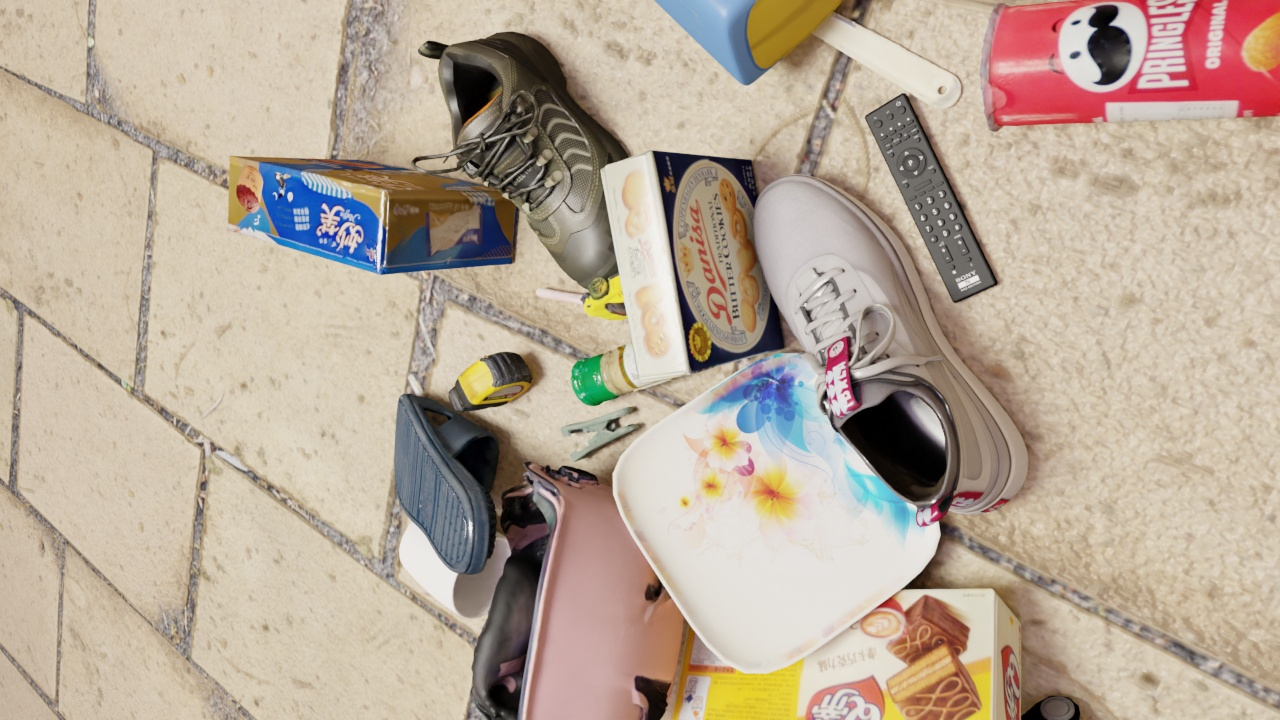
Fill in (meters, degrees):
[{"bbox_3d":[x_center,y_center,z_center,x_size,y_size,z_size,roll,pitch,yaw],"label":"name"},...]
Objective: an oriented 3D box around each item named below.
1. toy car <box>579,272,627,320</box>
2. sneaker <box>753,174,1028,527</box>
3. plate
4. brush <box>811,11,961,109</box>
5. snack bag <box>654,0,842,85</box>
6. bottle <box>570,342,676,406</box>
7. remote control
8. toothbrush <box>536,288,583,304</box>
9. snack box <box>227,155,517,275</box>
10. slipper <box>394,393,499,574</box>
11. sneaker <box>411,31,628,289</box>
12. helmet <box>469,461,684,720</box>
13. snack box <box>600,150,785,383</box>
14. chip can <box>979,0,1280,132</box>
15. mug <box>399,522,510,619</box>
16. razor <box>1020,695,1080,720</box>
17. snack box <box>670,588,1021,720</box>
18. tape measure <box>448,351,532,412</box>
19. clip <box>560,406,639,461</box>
[{"bbox_3d":[0.003,-0.057,0.709,0.107,0.049,0.030,-25,66,22],"label":"toy car"},{"bbox_3d":[0.138,-0.009,0.589,0.097,0.128,0.263,-39,73,30],"label":"sneaker"},{"bbox_3d":[0.092,0.102,0.641,0.186,0.016,0.187,-33,71,-8],"label":"plate"},{"bbox_3d":[0.126,-0.232,0.631,0.217,0.012,0.033,39,117,21],"label":"brush"},{"bbox_3d":[0.089,-0.309,0.592,0.205,0.102,0.159,-42,73,5],"label":"snack bag"},{"bbox_3d":[-0.004,0.004,0.740,0.111,0.043,0.043,-19,87,34],"label":"bottle"},{"bbox_3d":[0.191,-0.107,0.605,0.030,0.009,0.140,-27,85,34],"label":"remote control"},{"bbox_3d":[-0.015,-0.048,0.755,0.181,0.015,0.018,10,97,32],"label":"toothbrush"},{"bbox_3d":[-0.235,-0.131,0.806,0.203,0.154,0.069,17,108,32],"label":"snack box"},{"bbox_3d":[-0.163,0.108,0.831,0.264,0.082,0.101,35,118,56],"label":"slipper"},{"bbox_3d":[-0.093,-0.162,0.711,0.101,0.142,0.238,-37,78,33],"label":"sneaker"},{"bbox_3d":[-0.045,0.203,0.701,0.256,0.152,0.229,132,149,-72],"label":"helmet"},{"bbox_3d":[0.041,-0.066,0.634,0.043,0.144,0.144,-8,94,34],"label":"snack box"},{"bbox_3d":[0.307,-0.161,0.480,0.233,0.073,0.073,7,102,33],"label":"chip can"},{"bbox_3d":[-0.170,0.199,0.875,0.088,0.080,0.114,21,140,36],"label":"mug"},{"bbox_3d":[0.255,0.298,0.610,0.060,0.057,0.156,7,113,4],"label":"razor"},{"bbox_3d":[0.137,0.222,0.636,0.231,0.061,0.109,-11,51,35],"label":"snack box"},{"bbox_3d":[-0.130,0.017,0.815,0.064,0.065,0.037,-39,72,38],"label":"tape measure"},{"bbox_3d":[-0.037,0.054,0.784,0.078,0.023,0.049,-39,77,35],"label":"clip"}]
